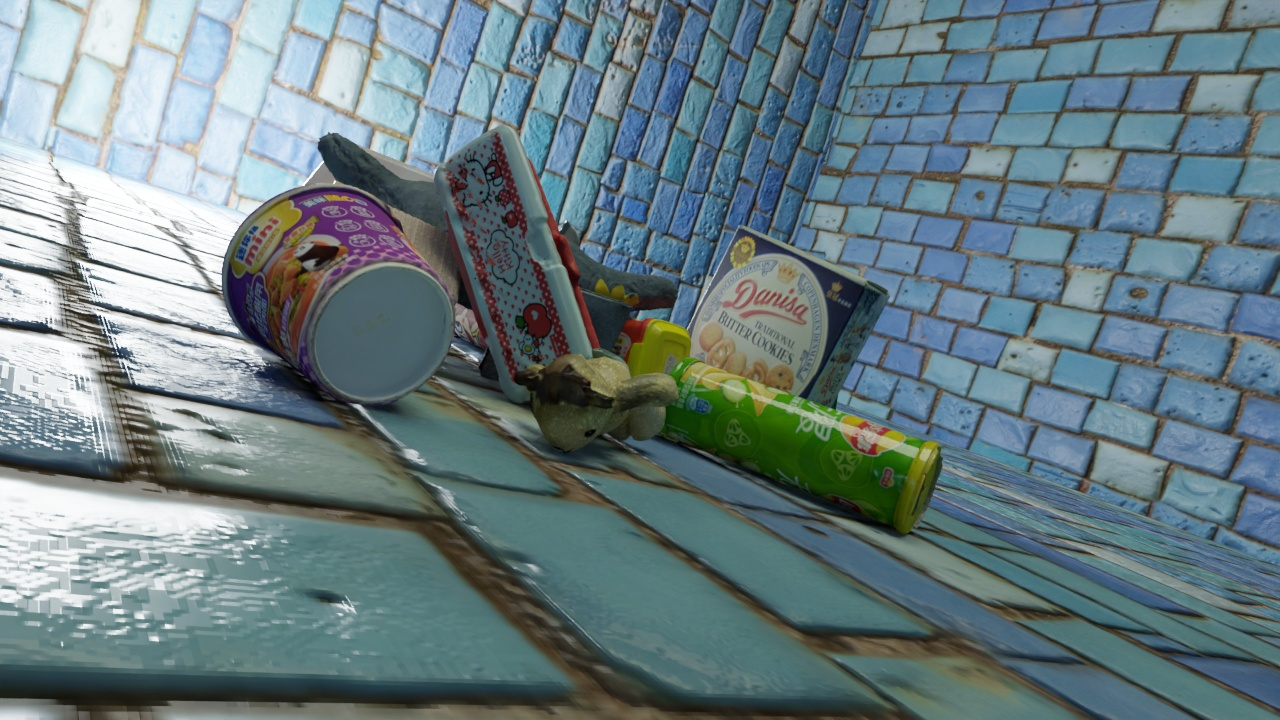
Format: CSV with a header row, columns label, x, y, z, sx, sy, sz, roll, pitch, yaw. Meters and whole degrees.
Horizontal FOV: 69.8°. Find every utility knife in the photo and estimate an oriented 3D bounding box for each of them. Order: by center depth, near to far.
label,x,y,z,sx,sy,sz,roll,pitch,yaw
utility knife,-0.018,0.023,0.683,0.029,0.013,0.161,16,-20,8

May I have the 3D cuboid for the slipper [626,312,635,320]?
label,x,y,z,sx,sy,sz,roll,pitch,yaw
slipper,-0.034,-0.047,1.114,0.268,0.083,0.111,32,-6,4

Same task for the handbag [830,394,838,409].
label,x,y,z,sx,sy,sz,roll,pitch,yaw
handbag,0.151,0.031,1.004,0.131,0.120,0.067,22,10,25

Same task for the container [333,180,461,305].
label,x,y,z,sx,sy,sz,roll,pitch,yaw
container,-0.201,-0.064,0.708,0.111,0.090,0.089,21,39,-21

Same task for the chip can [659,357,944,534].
label,x,y,z,sx,sy,sz,roll,pitch,yaw
chip can,0.116,0.061,0.715,0.221,0.072,0.072,20,4,26

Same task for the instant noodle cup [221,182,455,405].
label,x,y,z,sx,sy,sz,roll,pitch,yaw
instant noodle cup,-0.161,-0.033,0.508,0.111,0.111,0.099,15,13,-43

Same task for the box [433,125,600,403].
label,x,y,z,sx,sy,sz,roll,pitch,yaw
box,-0.089,-0.072,0.686,0.094,0.201,0.092,-17,-9,-22

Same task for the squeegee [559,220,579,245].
label,x,y,z,sx,sy,sz,roll,pitch,yaw
squeegee,-0.018,-0.027,0.994,0.246,0.039,0.247,24,-29,-16

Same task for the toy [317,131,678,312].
label,x,y,z,sx,sy,sz,roll,pitch,yaw
toy,-0.136,-0.101,0.817,0.356,0.092,0.137,25,37,-5

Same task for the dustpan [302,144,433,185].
label,x,y,z,sx,sy,sz,roll,pitch,yaw
dustpan,-0.268,-0.113,0.974,0.222,0.138,0.274,20,-28,6

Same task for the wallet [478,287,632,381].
label,x,y,z,sx,sy,sz,roll,pitch,yaw
wallet,-0.072,-0.020,0.785,0.120,0.097,0.019,16,15,-41

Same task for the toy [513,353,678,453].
label,x,y,z,sx,sy,sz,roll,pitch,yaw
toy,-0.026,0.030,0.596,0.105,0.066,0.157,10,-6,18

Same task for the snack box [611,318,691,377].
label,x,y,z,sx,sy,sz,roll,pitch,yaw
snack box,-0.005,0.005,0.857,0.080,0.091,0.082,12,-1,36

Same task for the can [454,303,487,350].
label,x,y,z,sx,sy,sz,roll,pitch,yaw
can,-0.171,-0.042,0.996,0.053,0.053,0.133,16,4,-38

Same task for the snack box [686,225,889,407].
label,x,y,z,sx,sy,sz,roll,pitch,yaw
snack box,0.122,-0.019,0.877,0.045,0.182,0.178,17,12,-40
